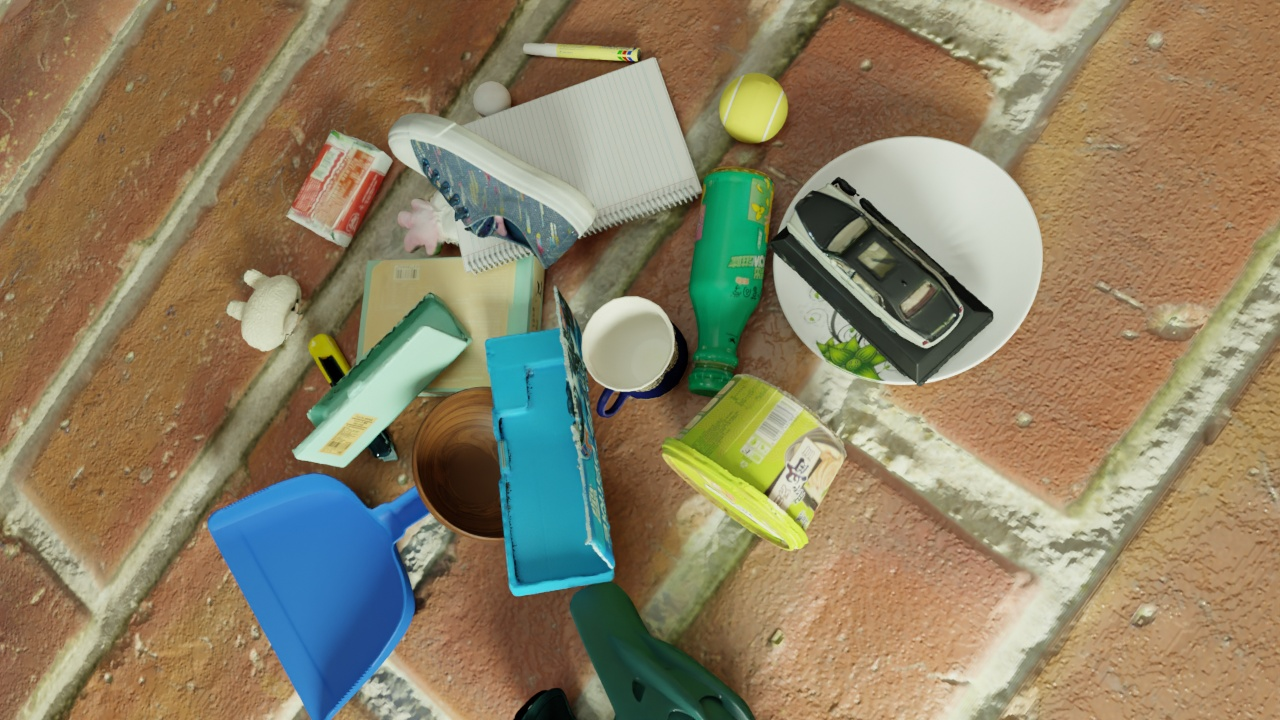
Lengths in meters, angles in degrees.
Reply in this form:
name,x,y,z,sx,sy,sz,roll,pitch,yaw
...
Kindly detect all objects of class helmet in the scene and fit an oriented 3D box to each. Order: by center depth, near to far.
name,x,y,z,sx,sy,sz,roll,pitch,yaw
helmet,0.003,0.332,0.746,0.200,0.176,0.274,-48,56,8

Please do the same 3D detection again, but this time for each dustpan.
name,x,y,z,sx,sy,sz,roll,pitch,yaw
dustpan,-0.272,0.186,0.913,0.257,0.060,0.245,-34,72,-12

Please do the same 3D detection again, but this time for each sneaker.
name,x,y,z,sx,sy,sz,roll,pitch,yaw
sneaker,-0.159,-0.163,0.882,0.235,0.087,0.079,27,78,18

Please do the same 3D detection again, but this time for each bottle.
name,x,y,z,sx,sy,sz,roll,pitch,yaw
bottle,0.079,-0.071,0.854,0.068,0.068,0.209,6,81,18

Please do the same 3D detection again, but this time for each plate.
name,x,y,z,sx,sy,sz,roll,pitch,yaw
plate,0.237,-0.089,0.829,0.230,0.030,0.229,-3,78,16

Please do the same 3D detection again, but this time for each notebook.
name,x,y,z,sx,sy,sz,roll,pitch,yaw
notebook,-0.078,-0.199,0.930,0.246,0.013,0.177,-18,67,5

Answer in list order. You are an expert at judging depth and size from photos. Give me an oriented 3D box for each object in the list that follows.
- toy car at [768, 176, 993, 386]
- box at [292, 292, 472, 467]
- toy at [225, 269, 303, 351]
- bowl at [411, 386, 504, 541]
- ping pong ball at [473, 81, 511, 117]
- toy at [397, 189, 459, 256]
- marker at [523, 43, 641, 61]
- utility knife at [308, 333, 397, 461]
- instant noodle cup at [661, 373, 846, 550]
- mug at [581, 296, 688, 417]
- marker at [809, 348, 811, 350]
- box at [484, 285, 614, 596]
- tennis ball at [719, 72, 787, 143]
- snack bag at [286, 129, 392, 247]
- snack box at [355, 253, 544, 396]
name,x,y,z,sx,sy,sz,roll,pitch,yaw
toy car,0.201,-0.079,0.784,0.094,0.071,0.191,-42,69,3
box,-0.259,0.018,0.884,0.188,0.093,0.077,-42,76,10
toy,-0.404,-0.053,1.008,0.112,0.050,0.087,24,87,17
bowl,-0.151,0.105,0.877,0.147,0.069,0.147,11,64,-23
ping pong ball,-0.159,-0.278,0.983,0.040,0.040,0.040,-3,78,16
toy,-0.203,-0.151,0.967,0.109,0.041,0.095,-24,67,-1
marker,-0.063,-0.329,0.978,0.132,0.014,0.014,10,82,19
utility knife,-0.305,0.041,0.976,0.029,0.020,0.172,-40,72,8
instant noodle cup,0.101,0.083,0.783,0.146,0.146,0.097,34,79,20
mug,-0.005,0.005,0.853,0.086,0.089,0.112,26,87,20
marker,0.151,-0.074,0.860,0.018,0.015,0.133,-5,77,-4
box,-0.083,0.065,0.791,0.094,0.115,0.243,-9,62,-4
tennis ball,0.108,-0.242,0.880,0.065,0.065,0.065,-3,78,16
snack bag,-0.335,-0.192,1.023,0.077,0.036,0.116,26,87,19
snack box,-0.197,-0.034,0.944,0.194,0.044,0.141,0,80,17
